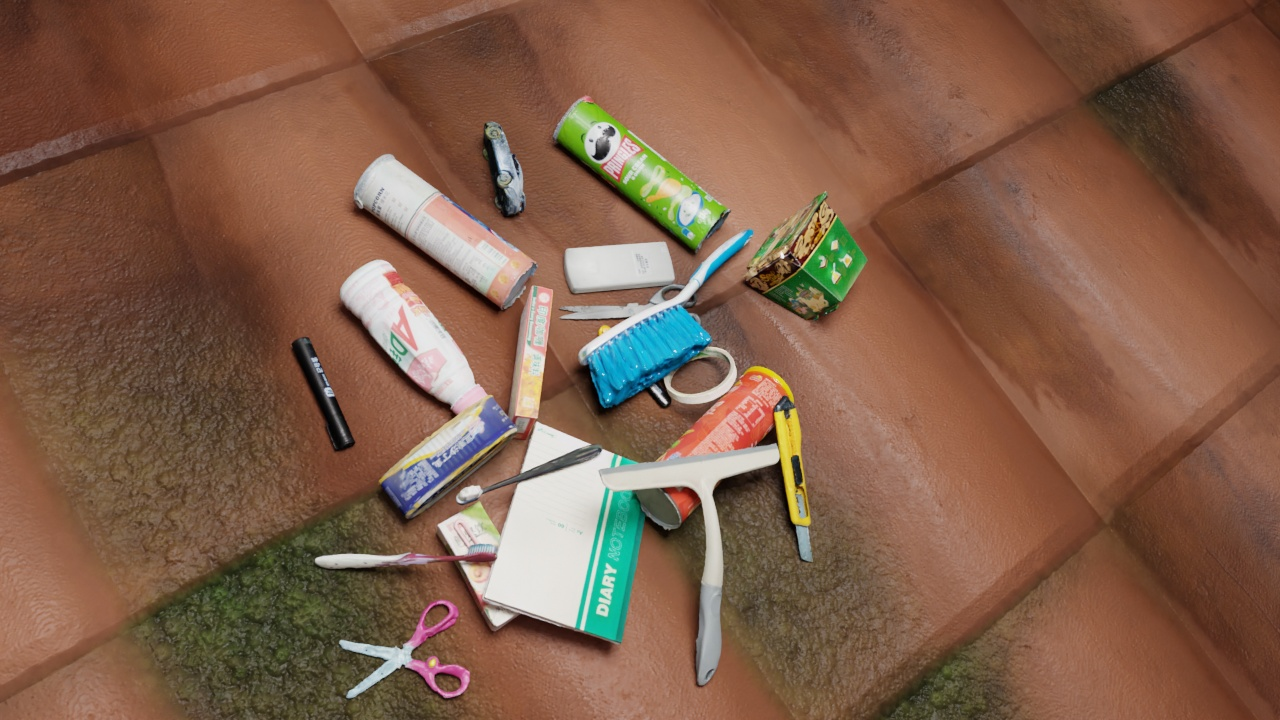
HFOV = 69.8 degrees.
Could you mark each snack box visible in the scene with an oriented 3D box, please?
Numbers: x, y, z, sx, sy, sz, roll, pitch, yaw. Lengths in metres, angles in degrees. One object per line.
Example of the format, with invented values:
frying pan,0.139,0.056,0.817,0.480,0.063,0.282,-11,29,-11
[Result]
snack box,0.214,-0.123,1.159,0.105,0.118,0.117,41,63,-10
snack box,-0.125,0.003,1.023,0.027,0.077,0.155,10,66,-12

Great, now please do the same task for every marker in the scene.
marker,-0.006,0.006,1.089,0.018,0.015,0.124,-38,81,-24
marker,-0.341,0.035,0.984,0.022,0.020,0.132,-29,78,6

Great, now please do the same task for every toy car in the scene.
toy car,-0.168,-0.236,1.125,0.036,0.054,0.120,-13,71,-17

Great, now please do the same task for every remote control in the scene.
remote control,-0.027,-0.115,1.131,0.135,0.019,0.056,-7,70,-18

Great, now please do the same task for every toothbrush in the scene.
toothbrush,-0.235,0.195,0.918,0.187,0.016,0.017,-3,44,4
toothbrush,-0.113,0.117,0.970,0.180,0.018,0.015,-16,61,-36

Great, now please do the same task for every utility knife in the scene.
utility knife,0.179,0.137,1.047,0.033,0.015,0.197,-12,95,-34

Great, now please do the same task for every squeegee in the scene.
squeegee,0.070,0.222,0.955,0.246,0.039,0.246,-3,93,-38

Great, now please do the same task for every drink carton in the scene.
drink carton,-0.159,0.211,0.945,0.053,0.046,0.122,-28,77,-23

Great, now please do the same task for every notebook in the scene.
notebook,-0.069,0.179,0.972,0.150,0.012,0.208,23,52,-13

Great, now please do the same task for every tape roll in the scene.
tape roll,0.070,0.017,1.077,0.086,0.014,0.085,-13,39,10

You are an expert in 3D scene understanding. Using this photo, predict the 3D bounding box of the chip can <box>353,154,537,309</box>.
chip can,-0.224,-0.148,1.062,0.215,0.071,0.071,36,63,1

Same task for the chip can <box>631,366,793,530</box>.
chip can,0.085,0.095,1.035,0.073,0.073,0.216,45,58,6

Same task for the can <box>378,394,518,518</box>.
can,-0.199,0.100,0.955,0.148,0.075,0.049,-39,84,-9

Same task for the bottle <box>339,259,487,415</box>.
bottle,-0.245,-0.019,1.009,0.068,0.068,0.197,-40,87,-26

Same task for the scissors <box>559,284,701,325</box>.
scissors,-0.010,-0.068,1.123,0.173,0.014,0.140,30,65,1

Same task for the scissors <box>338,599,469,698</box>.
scissors,-0.231,0.286,0.912,0.133,0.017,0.123,15,67,-5

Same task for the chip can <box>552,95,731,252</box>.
chip can,0.002,-0.236,1.161,0.236,0.072,0.072,39,63,2

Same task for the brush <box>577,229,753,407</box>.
brush,0.053,-0.060,1.097,0.313,0.061,0.109,-30,70,-27
